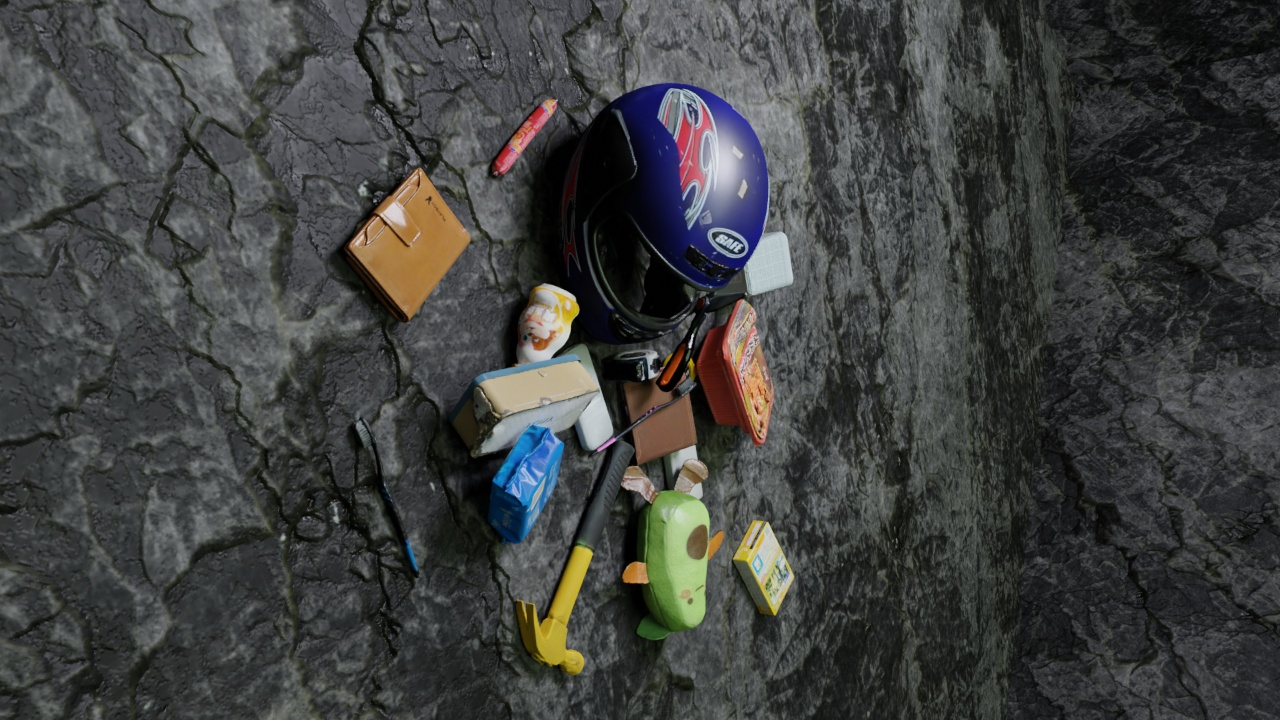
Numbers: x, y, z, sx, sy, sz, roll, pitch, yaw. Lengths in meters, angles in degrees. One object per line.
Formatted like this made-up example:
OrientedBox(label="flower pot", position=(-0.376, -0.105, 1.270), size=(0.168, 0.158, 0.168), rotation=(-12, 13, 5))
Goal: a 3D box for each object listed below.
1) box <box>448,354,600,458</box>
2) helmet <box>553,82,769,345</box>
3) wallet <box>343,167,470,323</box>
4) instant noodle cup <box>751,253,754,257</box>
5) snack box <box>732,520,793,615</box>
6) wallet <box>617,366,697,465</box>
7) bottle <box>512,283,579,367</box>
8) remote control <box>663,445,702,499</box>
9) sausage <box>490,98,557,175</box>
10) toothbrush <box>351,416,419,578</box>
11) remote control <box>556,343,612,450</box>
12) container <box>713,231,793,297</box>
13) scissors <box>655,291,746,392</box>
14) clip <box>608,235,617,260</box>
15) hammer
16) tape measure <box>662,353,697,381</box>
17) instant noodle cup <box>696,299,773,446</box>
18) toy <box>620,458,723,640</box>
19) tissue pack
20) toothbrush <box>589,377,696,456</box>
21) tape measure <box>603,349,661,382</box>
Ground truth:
OrientedBox(label="box", position=(-0.126, 0.049, 1.054), size=(0.061, 0.090, 0.183), rotation=(51, 33, 17))
OrientedBox(label="helmet", position=(0.037, -0.185, 1.133), size=(0.247, 0.241, 0.315), rotation=(16, 72, -43))
OrientedBox(label="wallet", position=(-0.243, -0.123, 0.967), size=(0.108, 0.031, 0.131), rotation=(58, 46, -35))
OrientedBox(label="instant noodle cup", position=(0.098, -0.196, 1.343), size=(0.120, 0.111, 0.111), rotation=(25, 70, -41))
OrientedBox(label="snack box", position=(0.205, 0.344, 1.519), size=(0.086, 0.034, 0.140), rotation=(-54, 127, -37))
OrientedBox(label="wallet", position=(0.023, 0.075, 1.279), size=(0.101, 0.032, 0.124), rotation=(-16, 101, -29))
OrientedBox(label="bottle", position=(-0.117, -0.035, 1.097), size=(0.063, 0.063, 0.108), rotation=(28, 82, -48))
OrientedBox(label="remote control", position=(0.057, 0.140, 1.343), size=(0.058, 0.021, 0.150), rotation=(-19, 104, -44))
OrientedBox(label="sausage", position=(-0.140, -0.272, 1.109), size=(0.020, 0.020, 0.155), rotation=(56, 49, -34))
OrientedBox(label="toothbrush", position=(-0.262, 0.146, 0.950), size=(0.016, 0.014, 0.189), rotation=(-33, 115, -46))
OrientedBox(label="remote control", position=(-0.073, 0.048, 1.184), size=(0.055, 0.020, 0.136), rotation=(-37, 117, -47))
OrientedBox(label="container", position=(0.169, -0.147, 1.440), size=(0.111, 0.090, 0.090), rotation=(-22, 106, -47))
OrientedBox(label="scissors", position=(0.076, -0.060, 1.233), size=(0.021, 0.221, 0.234), rotation=(25, 93, -23))
OrientedBox(label="clip", position=(-0.047, -0.158, 1.227), size=(0.033, 0.013, 0.054), rotation=(-25, 108, -49))
OrientedBox(label="hammer", position=(-0.072, 0.240, 1.173), size=(0.129, 0.033, 0.300), rotation=(47, 55, -42))
OrientedBox(label="tape measure", position=(0.053, 0.018, 1.337), size=(0.059, 0.029, 0.057), rotation=(-56, 131, -35))
OrientedBox(label="instant noodle cup", position=(0.145, 0.021, 1.391), size=(0.164, 0.079, 0.189), rotation=(-63, 137, -55))
OrientedBox(label="toy", position=(0.047, 0.262, 1.276), size=(0.226, 0.090, 0.246), rotation=(-6, 91, -45))
OrientedBox(label="tissue pack", position=(-0.134, 0.142, 1.043), size=(0.094, 0.052, 0.157), rotation=(-59, 172, -33))
OrientedBox(label="toothbrush", position=(0.004, 0.075, 1.242), size=(0.188, 0.014, 0.018), rotation=(-33, 96, -25))
OrientedBox(label="tape measure", position=(-0.007, 0.007, 1.231), size=(0.065, 0.066, 0.033), rotation=(-19, 108, -48))
